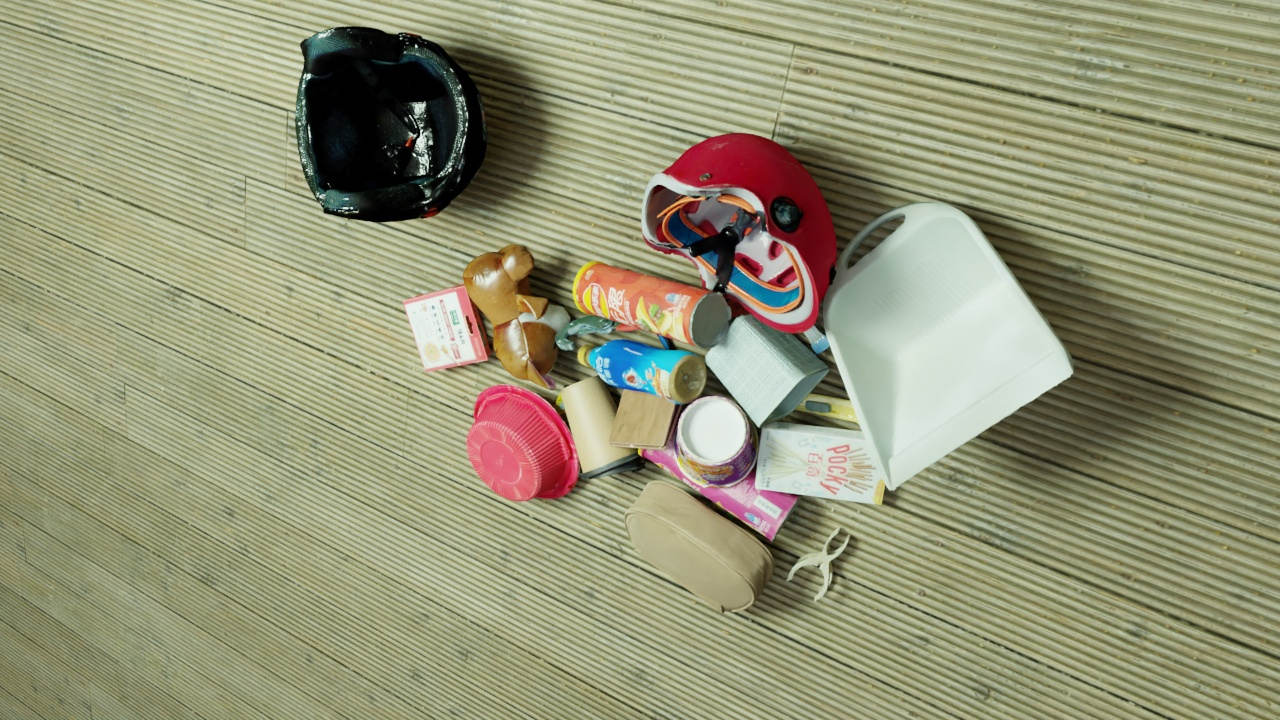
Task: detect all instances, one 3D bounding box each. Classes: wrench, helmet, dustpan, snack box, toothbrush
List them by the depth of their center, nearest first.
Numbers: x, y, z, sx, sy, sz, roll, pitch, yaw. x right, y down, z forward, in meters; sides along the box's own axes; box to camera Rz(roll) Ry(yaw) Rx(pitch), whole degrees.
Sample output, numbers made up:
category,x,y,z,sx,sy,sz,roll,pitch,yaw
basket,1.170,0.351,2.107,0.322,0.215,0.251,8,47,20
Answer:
category,x,y,z,sx,sy,sz,roll,pitch,yaw
dustpan,0.289,-0.041,0.965,0.142,0.257,0.223,38,123,-15
helmet,0.131,-0.157,1.029,0.240,0.143,0.207,39,160,0
snack box,0.223,0.125,1.124,0.157,0.026,0.085,7,111,7
helmet,-0.311,-0.297,1.179,0.275,0.229,0.233,-2,99,20
wrench,0.016,-0.052,1.181,0.274,0.056,0.016,-9,131,20
toothbrush,0.027,-0.037,1.212,0.014,0.016,0.189,-28,89,38
snack box,-0.275,-0.050,1.348,0.127,0.044,0.113,-9,101,31

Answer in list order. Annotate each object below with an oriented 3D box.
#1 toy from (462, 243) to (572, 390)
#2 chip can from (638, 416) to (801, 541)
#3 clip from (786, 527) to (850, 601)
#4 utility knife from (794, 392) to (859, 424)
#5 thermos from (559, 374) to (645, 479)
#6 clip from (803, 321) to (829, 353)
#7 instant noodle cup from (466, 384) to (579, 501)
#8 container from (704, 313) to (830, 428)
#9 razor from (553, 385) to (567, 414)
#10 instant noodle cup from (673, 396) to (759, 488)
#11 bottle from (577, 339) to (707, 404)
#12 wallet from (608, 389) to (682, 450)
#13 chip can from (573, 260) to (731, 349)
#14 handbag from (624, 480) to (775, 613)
category,x,y,z,sx,sy,sz,roll,pitch,yaw
toy,-0.161,-0.059,1.253,0.130,0.140,0.199,-16,104,-11
chip can,0.102,0.149,1.198,0.210,0.071,0.072,33,119,15
clip,0.242,0.271,1.187,0.103,0.034,0.092,-35,85,25
utility knife,0.215,0.055,1.142,0.197,0.020,0.031,12,106,29
thermos,-0.056,0.096,1.259,0.093,0.092,0.143,-24,86,32
clip,0.208,-0.037,1.111,0.026,0.038,0.058,-39,87,34
instant noodle cup,-0.183,0.133,1.327,0.194,0.065,0.194,19,127,27
container,0.149,0.007,1.109,0.111,0.090,0.090,48,121,19
razor,-0.138,0.087,1.333,0.133,0.028,0.043,-38,90,34
instant noodle cup,0.092,0.095,1.125,0.111,0.099,0.111,-2,74,5
bottle,-0.007,0.007,1.182,0.219,0.065,0.065,14,115,51
wallet,0.011,0.061,1.196,0.101,0.020,0.115,-2,61,42
chip can,0.009,-0.070,1.133,0.217,0.073,0.073,21,117,44
handbag,0.079,0.247,1.227,0.204,0.099,0.148,33,145,14
